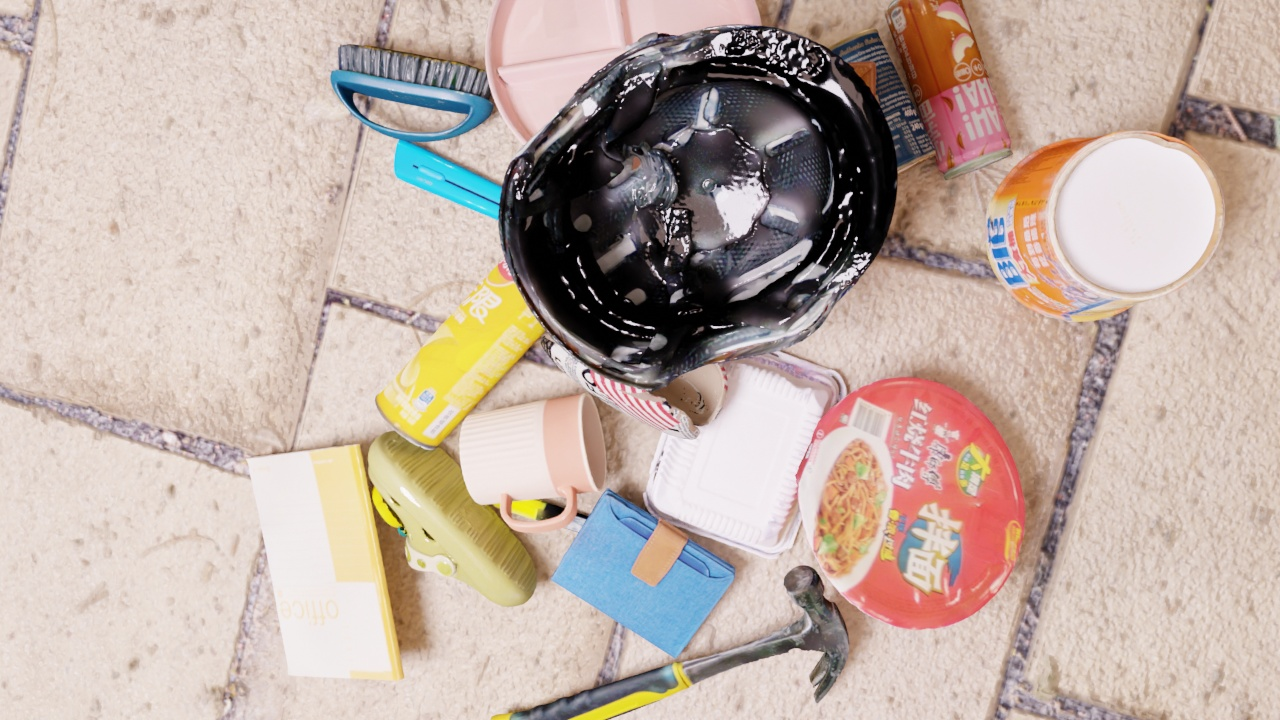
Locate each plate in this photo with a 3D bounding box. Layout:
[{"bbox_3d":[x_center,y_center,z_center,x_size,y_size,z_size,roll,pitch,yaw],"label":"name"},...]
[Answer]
[{"bbox_3d":[-0.014,-0.256,0.765,0.229,0.028,0.229,0,87,3],"label":"plate"}]

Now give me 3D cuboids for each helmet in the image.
[{"bbox_3d":[0.040,-0.115,0.673,0.274,0.156,0.230,-32,102,15],"label":"helmet"}]

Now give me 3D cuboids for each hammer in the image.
[{"bbox_3d":[0.022,0.277,0.783,0.324,0.031,0.126,-23,116,13],"label":"hammer"}]

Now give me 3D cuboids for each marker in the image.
[{"bbox_3d":[-0.073,0.137,0.811,0.124,0.015,0.018,17,99,3],"label":"marker"}]

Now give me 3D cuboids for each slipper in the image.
[{"bbox_3d":[-0.173,0.147,0.787,0.082,0.091,0.190,-44,89,11],"label":"slipper"}]

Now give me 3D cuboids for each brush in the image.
[{"bbox_3d":[-0.197,-0.225,0.785,0.144,0.055,0.073,12,93,5],"label":"brush"}]

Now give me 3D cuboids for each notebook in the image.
[{"bbox_3d":[-0.281,0.181,0.812,0.146,0.010,0.206,-9,92,30],"label":"notebook"}]

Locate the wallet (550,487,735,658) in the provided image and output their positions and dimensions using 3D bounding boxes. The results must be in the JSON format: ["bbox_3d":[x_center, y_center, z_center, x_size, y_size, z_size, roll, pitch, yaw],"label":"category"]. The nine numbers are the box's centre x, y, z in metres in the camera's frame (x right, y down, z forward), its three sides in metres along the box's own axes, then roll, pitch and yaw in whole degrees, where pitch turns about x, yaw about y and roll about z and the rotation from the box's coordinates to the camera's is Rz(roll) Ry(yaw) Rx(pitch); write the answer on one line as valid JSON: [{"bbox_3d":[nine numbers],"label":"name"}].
[{"bbox_3d":[0.002,0.183,0.786,0.133,0.040,0.106,32,108,0],"label":"wallet"}]

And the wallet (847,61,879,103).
[{"bbox_3d":[0.134,-0.160,0.711,0.108,0.031,0.132,10,114,36],"label":"wallet"}]

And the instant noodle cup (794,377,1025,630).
[{"bbox_3d":[0.203,0.111,0.728,0.193,0.066,0.193,3,79,-16],"label":"instant noodle cup"}]

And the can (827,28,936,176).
[{"bbox_3d":[0.179,-0.194,0.732,0.075,0.075,0.111,-26,90,7],"label":"can"}]

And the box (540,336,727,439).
[{"bbox_3d":[-0.001,0.002,0.748,0.163,0.076,0.087,25,72,36],"label":"box"}]

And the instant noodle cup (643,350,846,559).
[{"bbox_3d":[0.085,0.073,0.767,0.138,0.060,0.173,19,94,5],"label":"instant noodle cup"}]

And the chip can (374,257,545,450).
[{"bbox_3d":[-0.130,-0.021,0.781,0.072,0.072,0.213,43,97,3],"label":"chip can"}]

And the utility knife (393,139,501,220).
[{"bbox_3d":[-0.144,-0.147,0.802,0.159,0.018,0.034,24,95,4],"label":"utility knife"}]

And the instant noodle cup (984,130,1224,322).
[{"bbox_3d":[0.354,-0.104,0.699,0.151,0.111,0.151,0,93,6],"label":"instant noodle cup"}]

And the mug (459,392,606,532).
[{"bbox_3d":[-0.088,0.089,0.767,0.106,0.082,0.114,-9,57,9],"label":"mug"}]

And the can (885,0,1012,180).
[{"bbox_3d":[0.246,-0.223,0.732,0.058,0.058,0.147,-20,90,7],"label":"can"}]
